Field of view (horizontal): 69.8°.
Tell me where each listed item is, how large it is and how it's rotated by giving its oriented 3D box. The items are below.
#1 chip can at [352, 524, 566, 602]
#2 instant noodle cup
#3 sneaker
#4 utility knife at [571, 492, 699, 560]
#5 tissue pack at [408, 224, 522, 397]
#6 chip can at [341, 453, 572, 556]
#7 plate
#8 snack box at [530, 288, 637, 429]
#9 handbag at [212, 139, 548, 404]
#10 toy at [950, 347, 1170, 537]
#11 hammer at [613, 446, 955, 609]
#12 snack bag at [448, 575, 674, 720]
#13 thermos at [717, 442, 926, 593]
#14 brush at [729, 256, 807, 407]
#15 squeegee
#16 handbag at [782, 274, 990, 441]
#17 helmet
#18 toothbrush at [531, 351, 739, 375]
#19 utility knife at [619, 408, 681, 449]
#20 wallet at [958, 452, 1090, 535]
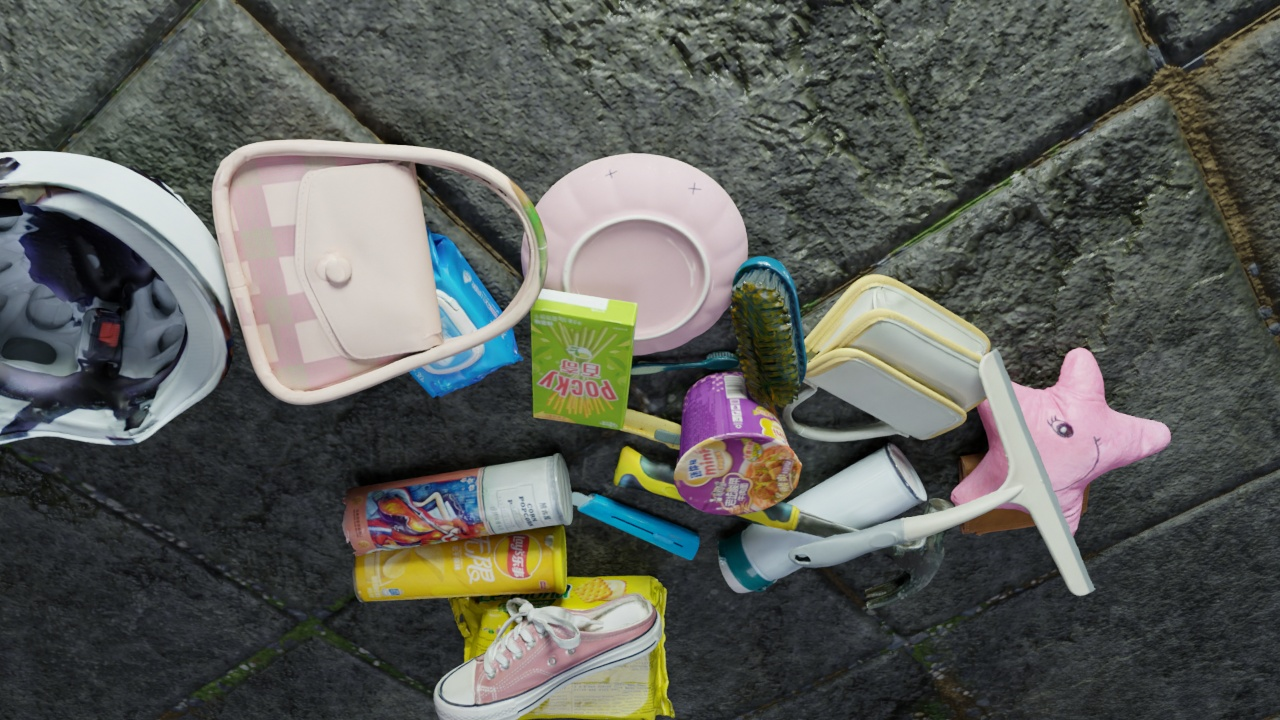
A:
[{"bbox_3d":[-0.184,0.212,0.955,0.213,0.072,0.072,-3,127,-1],"label":"chip can"},{"bbox_3d":[0.083,0.072,0.843,0.111,0.099,0.112,-1,131,-2],"label":"instant noodle cup"},{"bbox_3d":[-0.099,0.282,0.915,0.241,0.118,0.088,-21,115,-4],"label":"sneaker"},{"bbox_3d":[-0.008,0.171,0.967,0.166,0.018,0.034,26,122,-19],"label":"utility knife"},{"bbox_3d":[-0.175,-0.038,0.778,0.095,0.052,0.157,-23,125,13],"label":"tissue pack"},{"bbox_3d":[-0.179,0.142,0.904,0.215,0.071,0.071,-9,127,4],"label":"chip can"},{"bbox_3d":[-0.004,-0.076,0.767,0.192,0.039,0.193,-1,127,-2],"label":"plate"},{"bbox_3d":[-0.050,0.003,0.796,0.086,0.026,0.157,9,142,1],"label":"snack box"},{"bbox_3d":[-0.186,-0.076,0.693,0.234,0.093,0.193,-7,105,-1],"label":"handbag"},{"bbox_3d":[0.379,0.082,0.878,0.178,0.074,0.195,41,104,0],"label":"toy"},{"bbox_3d":[0.131,0.153,0.896,0.323,0.031,0.126,16,113,6],"label":"hammer"},{"bbox_3d":[-0.085,0.320,1.007,0.246,0.068,0.158,0,98,-1],"label":"snack bag"},{"bbox_3d":[0.180,0.170,0.947,0.225,0.073,0.073,-35,121,22],"label":"thermos"},{"bbox_3d":[0.113,-0.031,0.787,0.055,0.073,0.144,2,133,22],"label":"brush"},{"bbox_3d":[0.248,0.147,0.830,0.247,0.039,0.246,-22,101,18],"label":"squeegee"},{"bbox_3d":[0.220,0.026,0.848,0.163,0.063,0.179,26,125,-19],"label":"handbag"},{"bbox_3d":[-0.423,-0.059,0.690,0.259,0.145,0.229,-13,127,4],"label":"helmet"},{"bbox_3d":[-0.005,0.005,0.845,0.191,0.018,0.016,-4,128,2],"label":"toothbrush"},{"bbox_3d":[-0.003,0.063,0.890,0.151,0.018,0.031,20,118,-12],"label":"utility knife"},{"bbox_3d":[0.399,0.139,0.955,0.131,0.035,0.119,-9,125,4],"label":"wallet"}]
